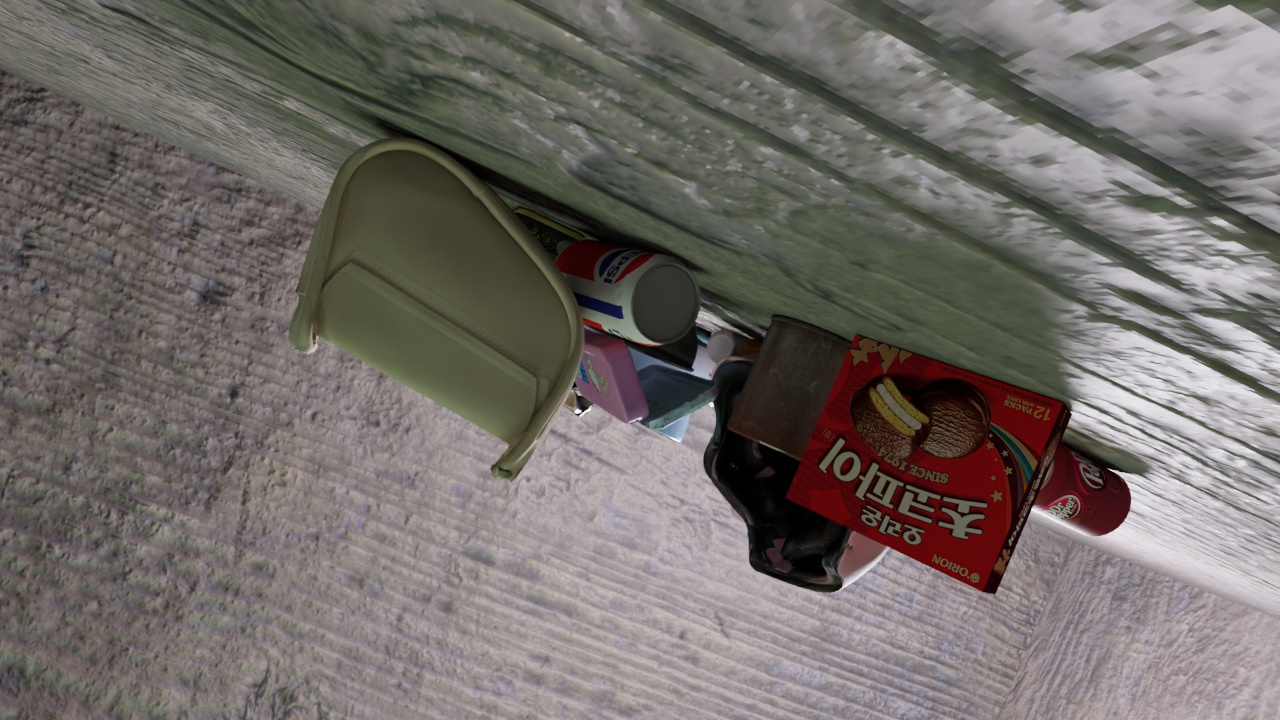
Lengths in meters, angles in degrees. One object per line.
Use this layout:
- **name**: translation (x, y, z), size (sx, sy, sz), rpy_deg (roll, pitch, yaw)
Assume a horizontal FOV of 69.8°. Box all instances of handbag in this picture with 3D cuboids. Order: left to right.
- **handbag**: translation (-0.146, -0.042, 0.713), size (0.229, 0.184, 0.132), rpy_deg (33, 177, -5)

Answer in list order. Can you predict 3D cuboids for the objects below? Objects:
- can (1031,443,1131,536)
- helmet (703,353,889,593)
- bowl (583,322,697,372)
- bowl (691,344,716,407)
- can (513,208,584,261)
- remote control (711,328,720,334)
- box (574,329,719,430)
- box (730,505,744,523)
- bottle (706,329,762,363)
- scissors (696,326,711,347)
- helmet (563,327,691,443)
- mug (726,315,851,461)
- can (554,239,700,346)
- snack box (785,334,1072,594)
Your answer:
- **can**: translation (0.375, 0.111, 0.811), size (0.114, 0.063, 0.063), rpy_deg (24, 179, -28)
- **helmet**: translation (0.175, 0.098, 0.938), size (0.255, 0.152, 0.230), rpy_deg (64, 159, 11)
- **bowl**: translation (-0.001, -0.047, 0.918), size (0.145, 0.067, 0.145), rpy_deg (23, 179, 0)
- **bowl**: translation (0.095, 0.009, 1.284), size (0.105, 0.054, 0.105), rpy_deg (58, -178, -5)
- **can**: translation (-0.109, -0.077, 0.839), size (0.072, 0.101, 0.131), rpy_deg (24, 179, -16)
- **remote control**: translation (0.142, -0.011, 1.126), size (0.050, 0.011, 0.135), rpy_deg (22, 178, 40)
- **box**: translation (-0.004, 0.006, 0.879), size (0.092, 0.090, 0.214), rpy_deg (-21, -170, -12)
- **box**: translation (0.203, 0.119, 1.092), size (0.155, 0.201, 0.059), rpy_deg (25, -174, -40)
- **bottle**: translation (0.139, 0.009, 1.049), size (0.053, 0.053, 0.186), rpy_deg (23, 178, 39)
- **scissors**: translation (0.105, -0.020, 1.209), size (0.150, 0.019, 0.120), rpy_deg (21, 175, 15)
- **helmet**: translation (-0.038, 0.001, 1.202), size (0.266, 0.167, 0.225), rpy_deg (32, 180, 11)
- **mug**: translation (0.144, 0.032, 0.764), size (0.123, 0.110, 0.096), rpy_deg (23, -176, 39)
- **can**: translation (-0.015, -0.056, 0.734), size (0.070, 0.070, 0.132), rpy_deg (24, 179, -35)
- **snack box**: translation (0.199, 0.069, 0.650), size (0.152, 0.132, 0.035), rpy_deg (23, 179, 37)
